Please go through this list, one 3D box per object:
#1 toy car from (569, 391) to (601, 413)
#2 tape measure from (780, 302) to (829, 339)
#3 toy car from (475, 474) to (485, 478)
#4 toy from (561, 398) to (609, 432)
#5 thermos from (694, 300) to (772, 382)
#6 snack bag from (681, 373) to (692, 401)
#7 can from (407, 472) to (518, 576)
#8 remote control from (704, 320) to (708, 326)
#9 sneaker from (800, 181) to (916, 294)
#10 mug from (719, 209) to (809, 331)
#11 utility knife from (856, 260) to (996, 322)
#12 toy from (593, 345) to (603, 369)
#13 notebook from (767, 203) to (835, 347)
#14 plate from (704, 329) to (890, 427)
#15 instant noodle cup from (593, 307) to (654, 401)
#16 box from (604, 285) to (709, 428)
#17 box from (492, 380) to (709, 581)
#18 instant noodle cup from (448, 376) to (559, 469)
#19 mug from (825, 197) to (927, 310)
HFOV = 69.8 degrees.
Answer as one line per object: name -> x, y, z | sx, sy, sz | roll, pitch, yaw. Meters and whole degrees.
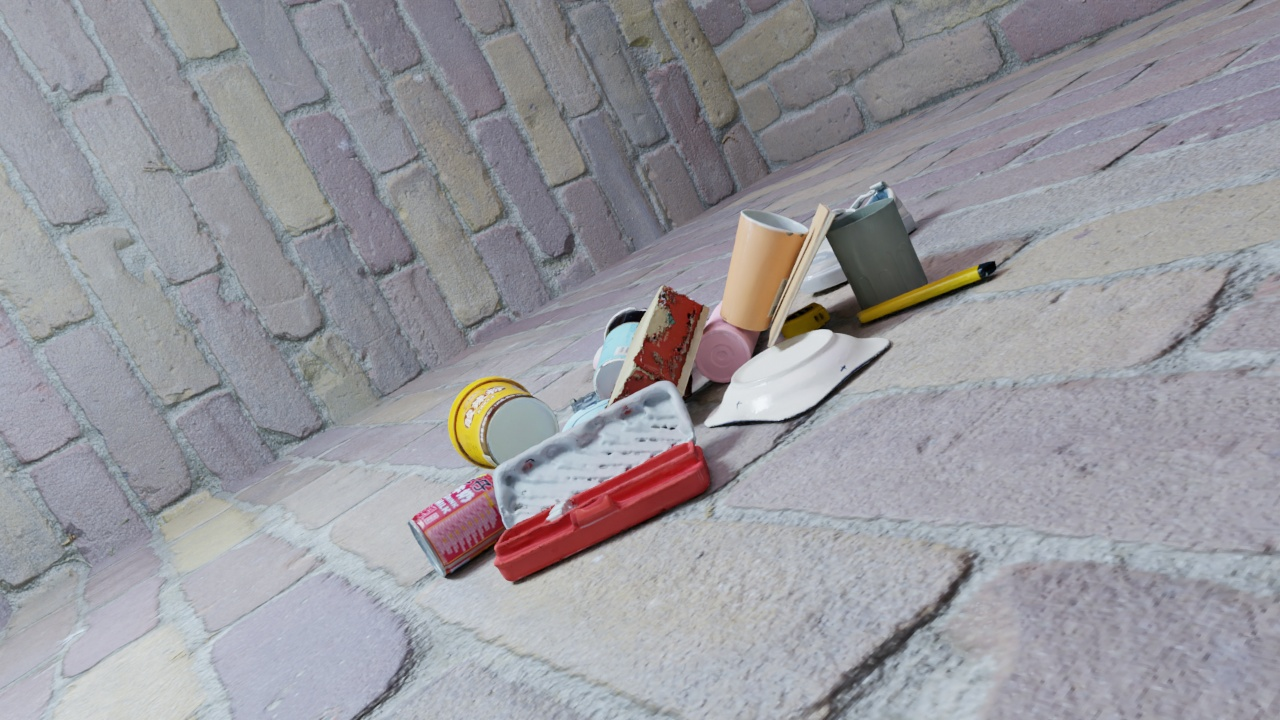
toy car -> -0.059, 0.055, 1.210 | 0.054, 0.037, 0.120 | -28, 0, 2
tape measure -> 0.190, -0.043, 1.061 | 0.057, 0.029, 0.060 | -27, 7, 3
toy car -> -0.195, 0.157, 1.069 | 0.105, 0.032, 0.048 | -23, 12, 32
toy -> -0.060, 0.087, 1.017 | 0.156, 0.050, 0.161 | -35, 14, -14
thermos -> 0.122, -0.034, 1.118 | 0.087, 0.067, 0.198 | 6, 18, 13
snack bag -> 0.016, 0.048, 1.069 | 0.104, 0.026, 0.048 | -23, 25, 18
can -> -0.171, 0.159, 0.901 | 0.093, 0.066, 0.067 | -32, 11, -23
remote control -> 0.112, -0.047, 1.305 | 0.056, 0.019, 0.135 | -35, 13, -34
sneaker -> 0.294, -0.177, 1.275 | 0.241, 0.091, 0.090 | -36, 12, -35
mug -> 0.134, -0.099, 1.031 | 0.078, 0.123, 0.078 | 12, 22, -5
utility knife -> 0.296, -0.069, 0.958 | 0.154, 0.015, 0.033 | -22, 5, 31
toy -> -0.004, -0.014, 1.360 | 0.121, 0.054, 0.160 | -33, 19, -23
notebook -> 0.177, -0.100, 1.022 | 0.211, 0.012, 0.150 | -50, -17, -75
plate -> 0.146, 0.010, 0.908 | 0.163, 0.034, 0.165 | -34, 11, -30
instant noodle cup -> -0.007, 0.007, 1.150 | 0.111, 0.111, 0.120 | -23, 20, 24
box -> 0.013, -0.006, 1.009 | 0.092, 0.077, 0.167 | -58, 8, 40
box -> -0.040, 0.109, 0.824 | 0.201, 0.065, 0.159 | -27, 31, 7
instant noodle cup -> -0.164, 0.084, 1.134 | 0.118, 0.118, 0.114 | -32, 19, -21
mug -> 0.263, -0.121, 1.051 | 0.083, 0.103, 0.124 | -28, 10, -1
